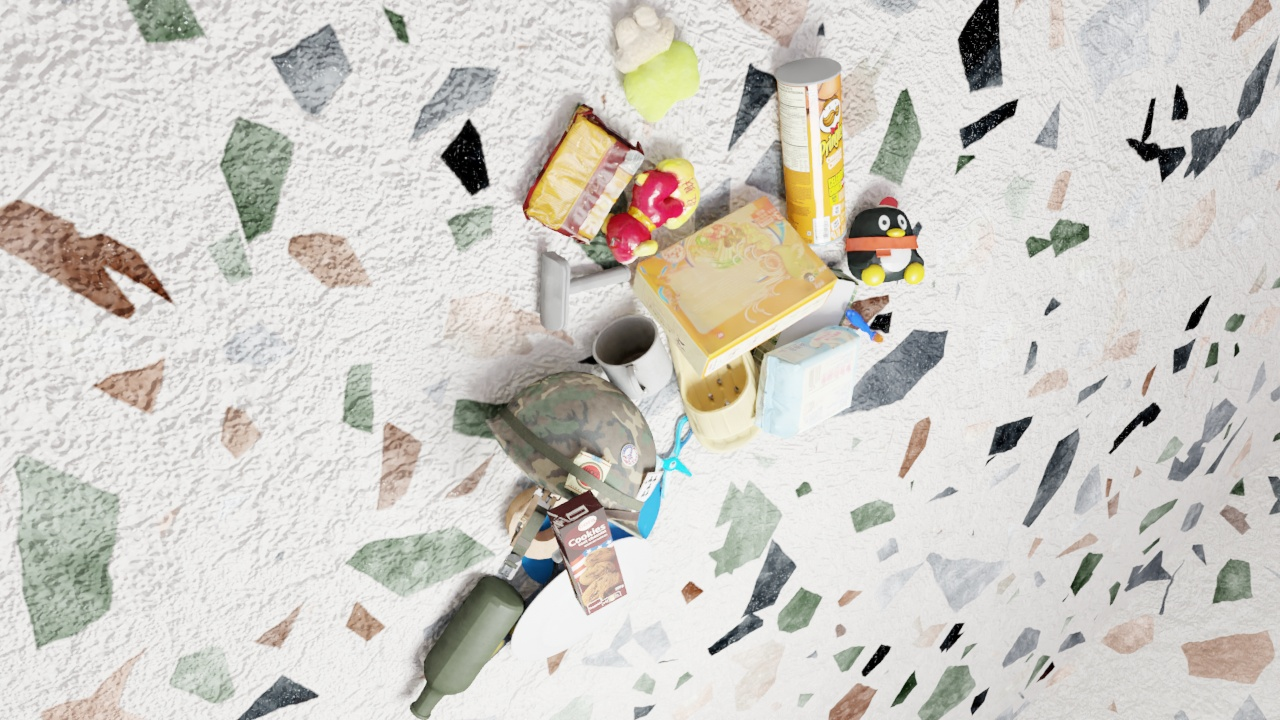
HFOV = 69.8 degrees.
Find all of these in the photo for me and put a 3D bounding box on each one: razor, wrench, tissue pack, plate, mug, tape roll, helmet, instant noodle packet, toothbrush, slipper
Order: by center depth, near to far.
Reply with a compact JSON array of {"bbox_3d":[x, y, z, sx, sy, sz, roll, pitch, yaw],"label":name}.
[{"bbox_3d":[-0.061,-0.196,0.988,0.098,0.039,0.135,22,105,-42],"label":"instant noodle packet"},{"bbox_3d":[-0.061,-0.090,1.058,0.116,0.047,0.088,-18,127,-35],"label":"razor"},{"bbox_3d":[-0.087,0.137,1.069,0.236,0.193,0.224,-40,90,-11],"label":"helmet"},{"bbox_3d":[-0.007,0.007,1.106,0.084,0.113,0.070,-19,134,9],"label":"mug"},{"bbox_3d":[-0.127,0.209,1.189,0.094,0.027,0.094,-6,111,-17],"label":"tape roll"},{"bbox_3d":[0.105,0.032,1.198,0.111,0.079,0.262,-18,123,3],"label":"slipper"},{"bbox_3d":[0.226,0.025,1.225,0.181,0.070,0.112,-21,121,-44],"label":"tissue pack"},{"bbox_3d":[-0.149,0.338,1.260,0.273,0.022,0.073,-45,136,6],"label":"wrench"},{"bbox_3d":[-0.062,0.230,1.268,0.223,0.024,0.225,-17,126,-25],"label":"plate"},{"bbox_3d":[-0.075,0.341,1.288,0.242,0.016,0.243,-30,147,-23],"label":"plate"},{"bbox_3d":[0.325,-0.049,1.330,0.016,0.018,0.182,-62,152,3],"label":"toothbrush"}]

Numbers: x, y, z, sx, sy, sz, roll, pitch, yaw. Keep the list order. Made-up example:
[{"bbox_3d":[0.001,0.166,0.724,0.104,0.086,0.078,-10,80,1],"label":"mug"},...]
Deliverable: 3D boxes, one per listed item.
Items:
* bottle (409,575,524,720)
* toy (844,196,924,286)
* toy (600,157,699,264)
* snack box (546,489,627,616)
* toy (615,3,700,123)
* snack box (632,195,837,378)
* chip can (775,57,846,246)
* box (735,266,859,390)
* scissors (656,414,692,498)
[{"bbox_3d":[-0.236,0.385,1.212,0.071,0.071,0.207,29,99,-43],"label":"bottle"},{"bbox_3d":[0.327,-0.162,1.245,0.097,0.100,0.119,-3,97,-13],"label":"toy"},{"bbox_3d":[0.014,-0.174,1.040,0.137,0.067,0.105,-46,142,-8],"label":"toy"},{"bbox_3d":[-0.055,0.207,0.977,0.051,0.032,0.141,-25,129,-17],"label":"snack box"},{"bbox_3d":[0.014,-0.314,0.962,0.092,0.046,0.115,-39,126,-10],"label":"toy"},{"bbox_3d":[0.110,-0.087,1.099,0.195,0.145,0.081,-30,160,-19],"label":"snack box"},{"bbox_3d":[0.210,-0.250,1.118,0.075,0.075,0.215,-27,130,-19],"label":"chip can"},{"bbox_3d":[0.216,-0.035,1.278,0.117,0.050,0.206,4,115,-34],"label":"box"},{"bbox_3d":[0.046,0.132,1.284,0.134,0.012,0.134,-57,139,-3],"label":"scissors"}]
